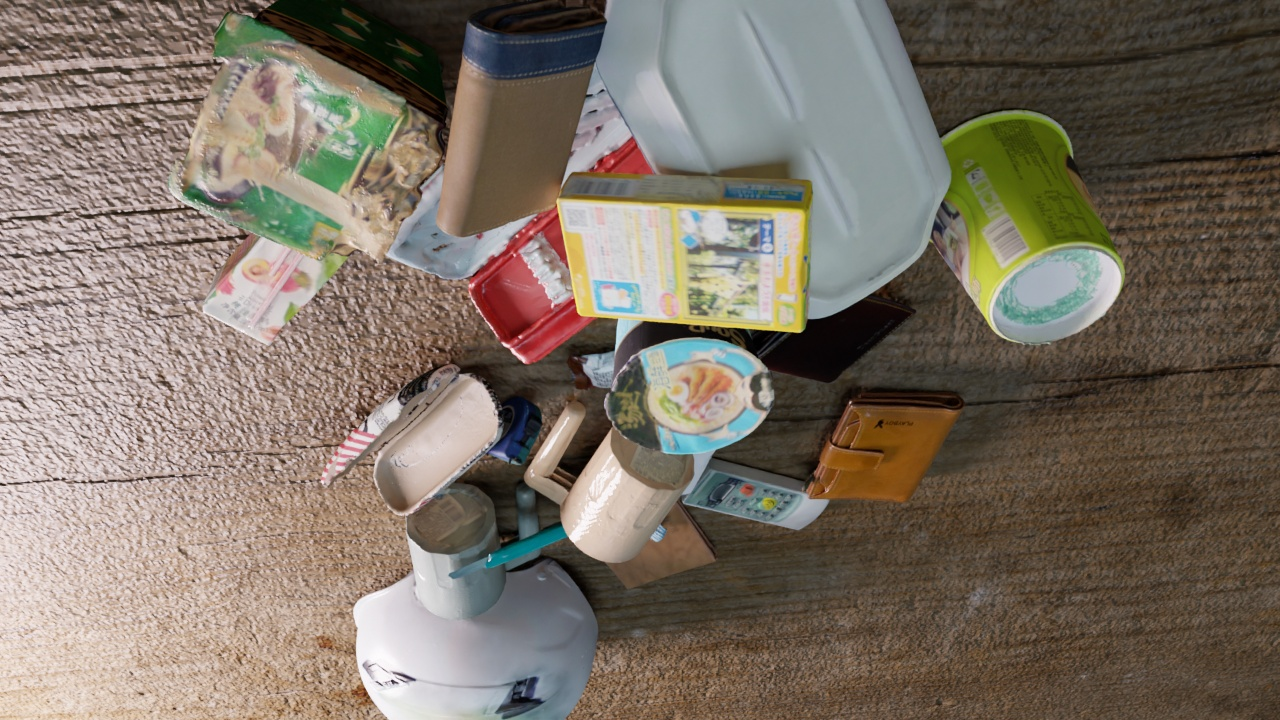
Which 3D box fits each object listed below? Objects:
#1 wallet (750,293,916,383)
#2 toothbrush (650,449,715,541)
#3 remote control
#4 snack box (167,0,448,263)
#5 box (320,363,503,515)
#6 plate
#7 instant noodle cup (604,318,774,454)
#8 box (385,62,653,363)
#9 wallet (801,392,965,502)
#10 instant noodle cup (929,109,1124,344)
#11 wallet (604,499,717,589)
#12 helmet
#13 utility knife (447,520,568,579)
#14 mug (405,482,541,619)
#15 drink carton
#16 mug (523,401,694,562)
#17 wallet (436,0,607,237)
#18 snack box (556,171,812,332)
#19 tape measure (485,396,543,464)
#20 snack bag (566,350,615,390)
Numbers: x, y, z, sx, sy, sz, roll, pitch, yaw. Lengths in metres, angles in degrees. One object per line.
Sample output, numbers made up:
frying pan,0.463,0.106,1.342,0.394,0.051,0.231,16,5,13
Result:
wallet,0.139,-0.020,0.682,0.122,0.020,0.097,9,140,-47
toothbrush,0.044,0.091,0.802,0.026,0.026,0.222,30,130,7
remote control,0.108,0.126,0.856,0.135,0.019,0.056,17,132,-21
snack box,-0.171,-0.135,0.498,0.117,0.105,0.118,25,127,-25
box,-0.178,0.069,0.728,0.086,0.075,0.163,46,119,-4
plate,0.088,-0.132,0.522,0.162,0.034,0.266,-31,120,4
instant noodle cup,0.030,-0.016,0.630,0.111,0.120,0.111,-2,136,-2
box,-0.053,-0.096,0.584,0.202,0.069,0.157,-36,120,26
wallet,0.206,0.077,0.810,0.119,0.035,0.131,-1,136,-13
instant noodle cup,0.241,-0.078,0.583,0.111,0.123,0.112,-3,136,-3
wallet,0.009,0.178,0.902,0.101,0.020,0.115,-22,131,14
helmet,-0.171,0.320,0.939,0.258,0.145,0.229,-2,136,-3
utility knife,-0.087,0.157,0.817,0.184,0.013,0.029,-18,146,-32
mug,-0.150,0.166,0.840,0.123,0.083,0.104,-22,140,-22
drink carton,-0.234,-0.066,0.606,0.053,0.045,0.123,33,124,-32
mug,-0.028,0.098,0.782,0.124,0.084,0.104,32,128,0
wallet,-0.063,-0.125,0.480,0.033,0.090,0.115,35,129,21
snack box,0.027,-0.062,0.527,0.140,0.033,0.087,6,134,16
tape measure,-0.102,0.057,0.738,0.025,0.054,0.058,37,163,-32
snack bag,-0.004,0.004,0.714,0.105,0.026,0.045,-9,145,6
